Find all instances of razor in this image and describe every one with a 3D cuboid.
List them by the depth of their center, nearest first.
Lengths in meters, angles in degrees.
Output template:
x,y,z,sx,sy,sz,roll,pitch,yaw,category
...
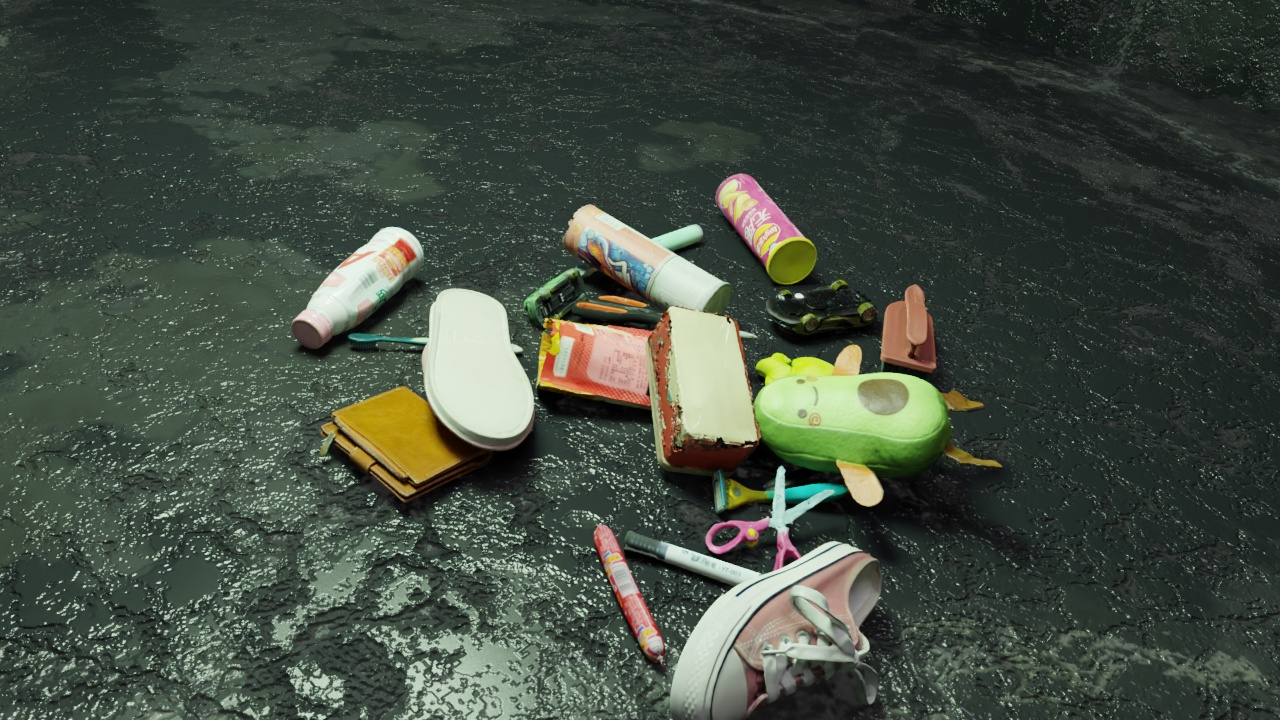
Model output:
x,y,z,sx,sy,sz,roll,pitch,yaw,category
0.136,0.126,0.879,0.132,0.028,0.043,-1,57,-6,razor

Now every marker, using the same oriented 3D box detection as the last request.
x,y,z,sx,sy,sz,roll,pitch,yaw,category
0.047,0.178,0.799,0.131,0.018,0.022,17,61,13,marker

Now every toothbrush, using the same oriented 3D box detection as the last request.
x,y,z,sx,sy,sz,roll,pitch,yaw,category
0.198,0.105,0.937,0.180,0.018,0.015,-16,41,-27,toothbrush
-0.227,-0.016,1.023,0.191,0.018,0.016,4,35,-9,toothbrush
0.001,-0.146,1.244,0.223,0.027,0.027,-25,65,-37,toothbrush

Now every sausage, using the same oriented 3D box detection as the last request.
x,y,z,sx,sy,sz,roll,pitch,yaw,category
-0.011,0.192,0.764,0.020,0.020,0.155,-7,37,-21,sausage

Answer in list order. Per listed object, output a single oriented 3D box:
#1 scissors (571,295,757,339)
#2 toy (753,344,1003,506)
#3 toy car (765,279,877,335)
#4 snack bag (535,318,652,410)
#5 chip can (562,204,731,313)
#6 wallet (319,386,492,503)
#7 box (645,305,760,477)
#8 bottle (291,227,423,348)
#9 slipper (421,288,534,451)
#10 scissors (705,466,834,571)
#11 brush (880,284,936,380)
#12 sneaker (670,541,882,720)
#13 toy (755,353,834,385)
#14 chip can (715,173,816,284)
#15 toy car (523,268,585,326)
x,y,z,sx,sy,sz,roll,pitch,yaw,category
0.020,-0.041,1.057,0.136,0.022,0.235,-10,21,-39,scissors
0.223,0.060,0.905,0.247,0.090,0.226,1,35,7,toy
0.228,-0.063,1.156,0.158,0.042,0.070,-8,38,-24,toy car
-0.006,0.006,0.998,0.207,0.073,0.128,10,41,-12,snack bag
0.006,-0.116,1.140,0.215,0.071,0.071,33,42,21,chip can
-0.227,0.077,0.870,0.131,0.035,0.118,31,39,29,wallet
0.061,0.024,0.919,0.091,0.080,0.168,9,50,-19,box
-0.325,-0.082,1.056,0.068,0.068,0.196,17,40,12,bottle
-0.173,0.011,0.950,0.114,0.055,0.274,8,31,-22,slipper
0.127,0.153,0.829,0.133,0.017,0.125,-25,50,-18,scissors
0.327,-0.036,1.114,0.063,0.069,0.145,14,35,7,brush
0.125,0.212,0.695,0.240,0.118,0.088,-19,23,-41,sneaker
0.186,0.018,1.042,0.100,0.031,0.096,-3,34,-15,toy
0.174,-0.190,1.303,0.071,0.072,0.210,-4,36,-17,chip can
-0.102,-0.077,1.107,0.036,0.043,0.091,8,36,41,toy car
